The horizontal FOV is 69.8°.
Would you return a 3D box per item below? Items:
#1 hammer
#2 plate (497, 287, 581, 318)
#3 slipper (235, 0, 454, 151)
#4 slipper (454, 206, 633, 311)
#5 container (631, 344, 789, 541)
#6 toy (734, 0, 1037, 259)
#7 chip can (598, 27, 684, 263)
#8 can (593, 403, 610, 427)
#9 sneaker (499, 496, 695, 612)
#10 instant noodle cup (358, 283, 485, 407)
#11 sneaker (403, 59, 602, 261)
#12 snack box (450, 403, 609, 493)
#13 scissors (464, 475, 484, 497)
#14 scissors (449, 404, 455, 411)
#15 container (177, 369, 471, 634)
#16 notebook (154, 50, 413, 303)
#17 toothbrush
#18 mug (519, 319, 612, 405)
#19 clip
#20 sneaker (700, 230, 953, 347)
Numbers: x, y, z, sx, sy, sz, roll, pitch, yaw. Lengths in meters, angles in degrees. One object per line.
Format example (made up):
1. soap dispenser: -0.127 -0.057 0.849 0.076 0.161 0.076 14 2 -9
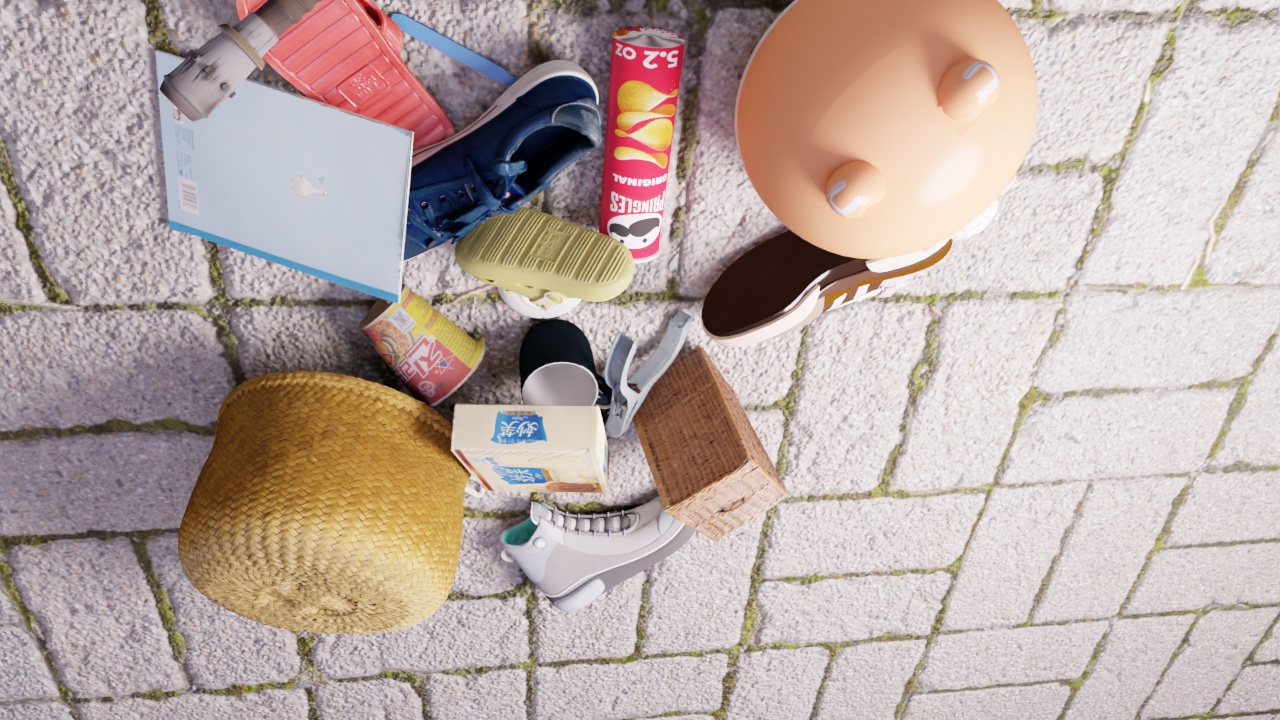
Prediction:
1. hammer: -0.234 -0.305 0.703 0.324 0.101 0.190 -46 124 -7
2. plate: -0.106 -0.085 1.012 0.104 0.026 0.104 -5 127 -6
3. slipper: -0.262 -0.274 0.829 0.104 0.059 0.249 -27 141 11
4. slipper: -0.095 -0.098 0.948 0.191 0.091 0.082 14 153 15
5. container: 0.076 0.099 1.073 0.114 0.198 0.112 -34 136 13
6. toy: 0.221 -0.214 0.821 0.263 0.280 0.265 -41 102 19
7. chip can: -0.003 -0.210 0.912 0.069 0.069 0.221 0 125 -10
8. can: -0.061 0.081 1.137 0.031 0.031 0.081 10 123 -17
9. sneaker: -0.057 0.217 1.212 0.257 0.093 0.160 -36 115 15
10. instant noodle cup: -0.244 -0.019 0.999 0.100 0.100 0.112 -35 117 15
11. sneaker: -0.158 -0.158 0.872 0.295 0.127 0.120 -30 145 17
12. snack box: -0.116 0.104 1.036 0.153 0.055 0.208 1 160 2
13. scissors: -0.254 0.151 1.168 0.131 0.011 0.126 20 122 -24
14. scissors: -0.170 0.078 1.125 0.151 0.019 0.119 -32 122 9
15. container: -0.341 0.174 1.010 0.307 0.196 0.308 1 144 1
16. notebook: -0.337 -0.167 0.863 0.253 0.009 0.181 19 124 5
17. toothbrush: -0.156 -0.284 0.869 0.166 0.014 0.016 24 120 -20
18. mug: -0.080 0.016 1.048 0.121 0.094 0.085 29 117 -27
19. clip: -0.008 0.005 1.015 0.169 0.031 0.164 -59 158 -1
20. sneaker: 0.212 -0.087 1.027 0.294 0.111 0.116 -29 139 10
